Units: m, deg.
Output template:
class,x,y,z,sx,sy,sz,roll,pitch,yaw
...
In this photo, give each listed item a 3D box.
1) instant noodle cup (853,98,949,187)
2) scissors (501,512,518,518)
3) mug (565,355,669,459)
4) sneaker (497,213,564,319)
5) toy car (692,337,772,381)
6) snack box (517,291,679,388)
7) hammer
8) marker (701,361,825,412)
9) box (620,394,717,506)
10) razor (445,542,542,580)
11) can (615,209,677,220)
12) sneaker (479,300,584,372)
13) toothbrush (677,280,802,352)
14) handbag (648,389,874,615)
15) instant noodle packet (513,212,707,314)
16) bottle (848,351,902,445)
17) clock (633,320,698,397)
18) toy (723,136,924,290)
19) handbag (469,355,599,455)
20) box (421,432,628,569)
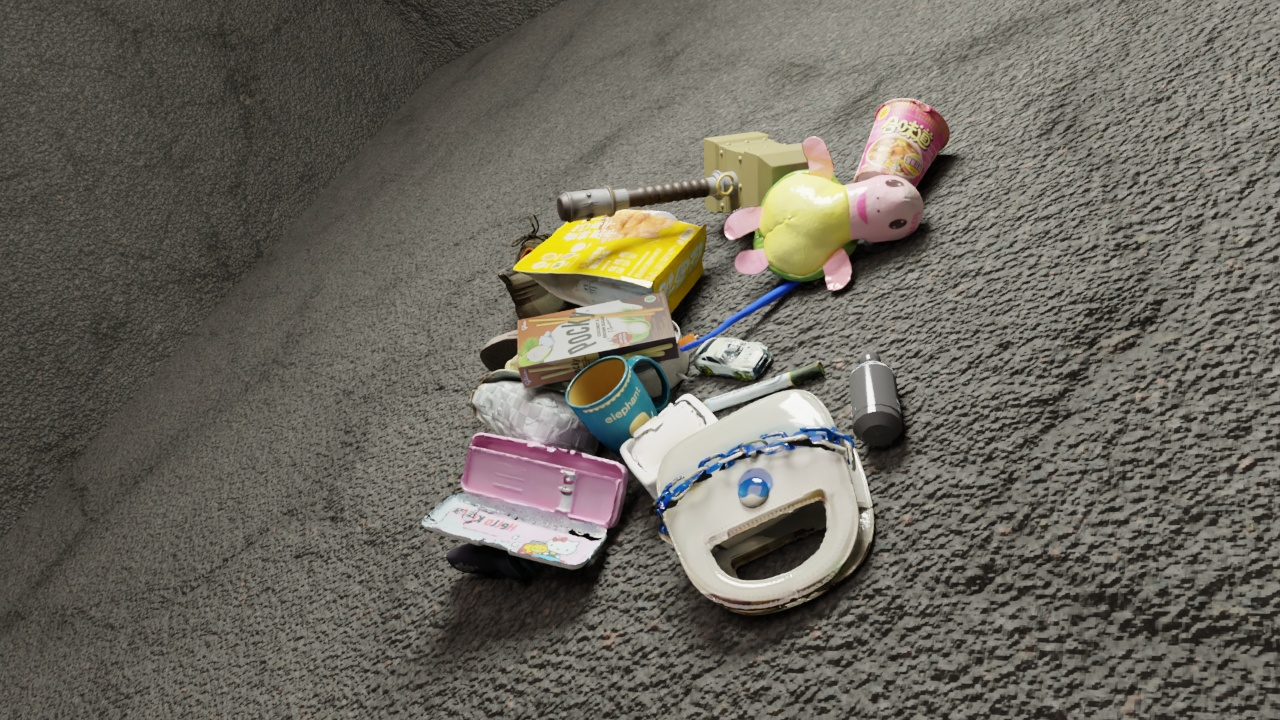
class,x,y,z,sx,sy,sz,roll,pitch,yaw
instant noodle cup,0.318,-0.250,1.139,0.098,0.097,0.108,5,58,49
scissors,-0.125,0.215,1.040,0.176,0.033,0.078,2,53,49
mug,-0.014,0.050,1.055,0.112,0.104,0.084,-44,31,-16
sneaker,-0.153,-0.180,1.473,0.101,0.143,0.237,-3,44,44
toy car,0.106,-0.006,1.078,0.106,0.033,0.048,10,52,50
snack box,-0.053,-0.026,1.106,0.186,0.032,0.101,-11,36,1
hammer,0.048,-0.224,1.213,0.324,0.101,0.190,-12,25,-19
marker,0.134,0.031,1.013,0.147,0.017,0.017,-21,34,26
box,0.037,0.090,0.979,0.107,0.076,0.102,-37,31,-3
razor,-0.168,0.221,1.030,0.143,0.047,0.052,-14,32,37
can,-0.005,-0.188,1.392,0.079,0.079,0.143,-48,32,-18
sneaker,-0.118,-0.046,1.308,0.235,0.095,0.119,-23,31,27
toothbrush,0.123,-0.059,1.113,0.182,0.018,0.016,-31,-12,-12
handbag,0.111,0.131,0.838,0.201,0.093,0.199,-30,39,12
instant noodle packet,-0.040,-0.137,1.252,0.222,0.084,0.162,15,43,24
bottle,0.225,0.034,0.885,0.047,0.047,0.112,-22,33,24
clock,-0.007,0.006,1.152,0.157,0.061,0.103,-12,38,24
toy,0.216,-0.169,1.107,0.239,0.087,0.190,-15,75,26
handbag,-0.117,0.055,1.138,0.172,0.112,0.123,20,87,52
box,-0.121,0.158,1.007,0.202,0.073,0.149,10,57,24
